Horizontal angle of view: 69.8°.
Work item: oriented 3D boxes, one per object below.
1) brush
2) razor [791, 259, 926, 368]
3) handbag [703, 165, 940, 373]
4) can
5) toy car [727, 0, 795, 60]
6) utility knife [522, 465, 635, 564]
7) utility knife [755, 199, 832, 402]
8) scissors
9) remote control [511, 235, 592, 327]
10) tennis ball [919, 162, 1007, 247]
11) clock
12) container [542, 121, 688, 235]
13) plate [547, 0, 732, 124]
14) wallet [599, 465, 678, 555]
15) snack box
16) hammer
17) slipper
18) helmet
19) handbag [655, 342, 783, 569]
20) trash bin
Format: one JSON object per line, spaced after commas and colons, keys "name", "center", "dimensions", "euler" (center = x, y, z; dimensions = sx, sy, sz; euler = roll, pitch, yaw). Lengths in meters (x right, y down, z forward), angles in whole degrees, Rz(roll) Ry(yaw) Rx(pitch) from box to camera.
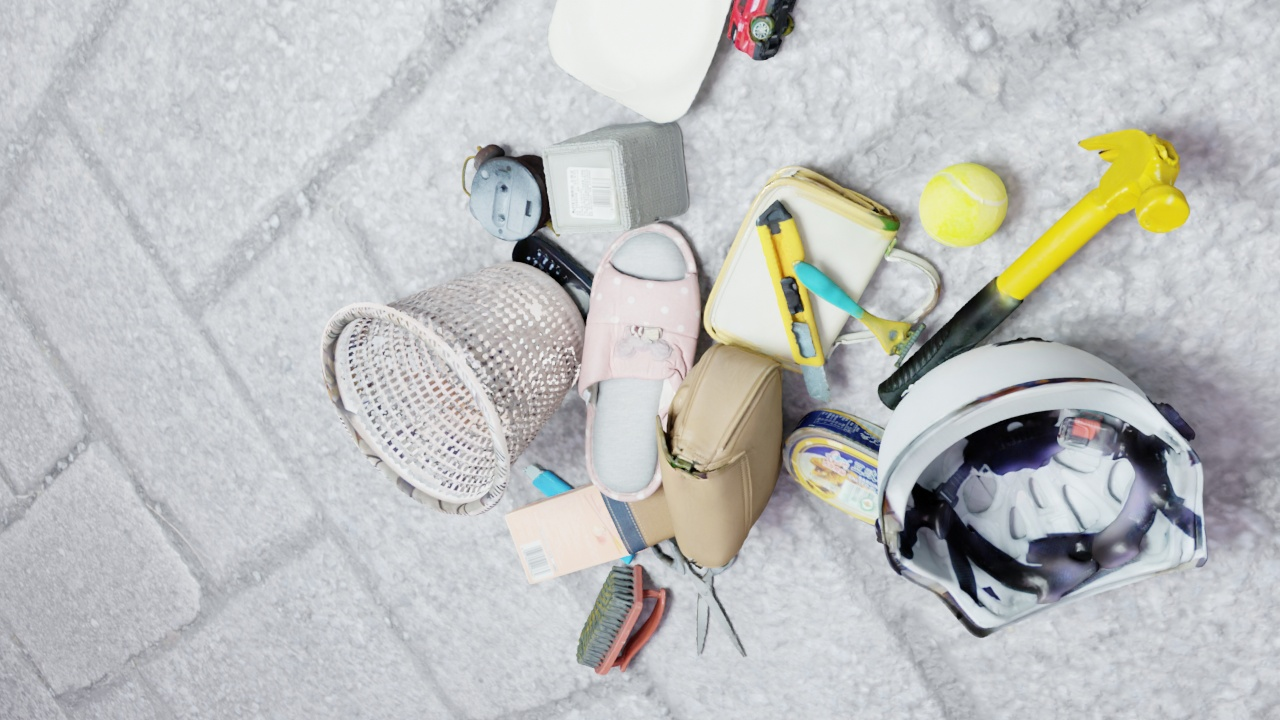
{"name": "brush", "center": [-0.022, 0.302, 1.036], "dimensions": [0.069, 0.063, 0.146], "euler": [17, 121, -11]}
{"name": "razor", "center": [0.176, -0.045, 0.762], "dimensions": [0.132, 0.028, 0.043], "euler": [32, 96, -14]}
{"name": "handbag", "center": [0.162, -0.067, 0.801], "dimensions": [0.179, 0.063, 0.164], "euler": [24, 120, 1]}
{"name": "can", "center": [0.204, 0.101, 0.841], "dimensions": [0.148, 0.049, 0.075], "euler": [28, 119, 16]}
{"name": "toy car", "center": [0.106, -0.303, 0.734], "dimensions": [0.045, 0.052, 0.121], "euler": [30, 121, 17]}
{"name": "utility knife", "center": [-0.068, 0.167, 1.030], "dimensions": [0.162, 0.018, 0.034], "euler": [36, 122, 12]}
{"name": "utility knife", "center": [0.134, -0.044, 0.777], "dimensions": [0.033, 0.015, 0.192], "euler": [-13, 114, 16]}
{"name": "scissors", "center": [0.066, 0.243, 0.990], "dimensions": [0.159, 0.014, 0.179], "euler": [34, 121, 13]}
{"name": "remote control", "center": [-0.075, -0.076, 0.934], "dimensions": [0.136, 0.024, 0.053], "euler": [43, 126, 7]}
{"name": "tennis ball", "center": [0.253, -0.122, 0.719], "dimensions": [0.065, 0.065, 0.065], "euler": [10, 113, 24]}
{"name": "clock", "center": [-0.131, -0.168, 0.911], "dimensions": [0.122, 0.055, 0.082], "euler": [22, 118, 20]}
{"name": "container", "center": [-0.024, -0.162, 0.821], "dimensions": [0.090, 0.114, 0.090], "euler": [1, 109, 28]}
{"name": "plate", "center": [0.004, -0.305, 0.794], "dimensions": [0.163, 0.034, 0.165], "euler": [34, 123, 17]}
{"name": "wallet", "center": [0.023, 0.140, 0.939], "dimensions": [0.115, 0.033, 0.090], "euler": [-23, 99, 8]}
{"name": "snack box", "center": [-0.068, 0.184, 1.006], "dimensions": [0.157, 0.026, 0.084], "euler": [-21, 89, 23]}
{"name": "hammer", "center": [0.286, -0.056, 0.713], "dimensions": [0.033, 0.128, 0.302], "euler": [27, 134, -9]}
{"name": "slipper", "center": [-0.005, 0.005, 0.879], "dimensions": [0.114, 0.054, 0.274], "euler": [10, 100, 13]}
{"name": "helmet", "center": [0.292, 0.077, 0.711], "dimensions": [0.230, 0.145, 0.258], "euler": [-32, 117, 23]}
{"name": "handbag", "center": [0.070, 0.085, 0.827], "dimensions": [0.100, 0.147, 0.205], "euler": [18, 143, 23]}
{"name": "trash bin", "center": [-0.162, 0.007, 0.898], "dimensions": [0.228, 0.191, 0.228], "euler": [20, 129, 26]}
